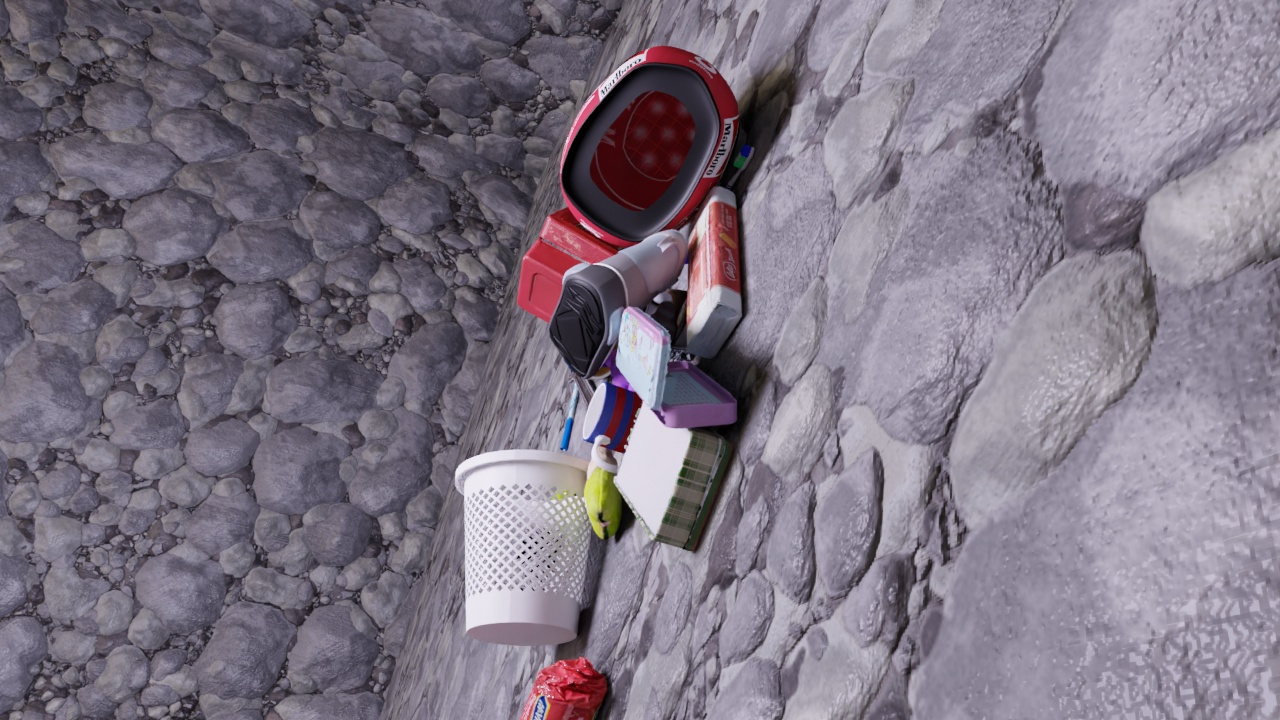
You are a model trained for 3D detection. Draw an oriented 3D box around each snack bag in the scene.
[{"bbox_3d":[0.082,-0.104,1.031,0.224,0.041,0.078,-88,22,-46],"label":"snack bag"},{"bbox_3d":[-0.095,0.389,0.959,0.082,0.082,0.176,-124,56,-73],"label":"snack bag"}]

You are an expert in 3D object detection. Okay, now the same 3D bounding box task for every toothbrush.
[{"bbox_3d":[0.093,-0.192,1.148,0.015,0.016,0.187,-87,22,-48],"label":"toothbrush"}]

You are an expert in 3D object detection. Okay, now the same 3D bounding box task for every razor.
[{"bbox_3d":[0.025,0.051,1.055,0.043,0.022,0.144,7,80,55],"label":"razor"}]

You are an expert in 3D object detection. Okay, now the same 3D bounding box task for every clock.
[{"bbox_3d":[-0.153,0.297,1.360,0.120,0.042,0.091,-85,20,-45],"label":"clock"},{"bbox_3d":[0.011,-0.066,1.248,0.094,0.035,0.123,-106,39,-67],"label":"clock"}]

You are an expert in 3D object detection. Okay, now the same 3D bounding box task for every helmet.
[{"bbox_3d":[0.017,-0.271,1.154,0.272,0.197,0.224,-51,5,31],"label":"helmet"}]

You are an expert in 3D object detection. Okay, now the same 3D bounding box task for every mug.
[{"bbox_3d":[-0.022,0.086,1.085,0.075,0.076,0.111,124,160,-45],"label":"mug"}]

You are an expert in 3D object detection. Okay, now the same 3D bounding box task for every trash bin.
[{"bbox_3d":[-0.142,0.242,1.148,0.196,0.195,0.199,130,145,-55],"label":"trash bin"}]

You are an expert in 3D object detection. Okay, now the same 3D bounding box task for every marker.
[{"bbox_3d":[0.043,-0.009,1.090,0.016,0.016,0.141,-91,25,-54],"label":"marker"},{"bbox_3d":[-0.118,0.090,1.565,0.013,0.013,0.141,129,156,-53],"label":"marker"}]

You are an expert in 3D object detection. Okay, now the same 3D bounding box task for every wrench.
[{"bbox_3d":[-0.089,0.047,1.494,0.070,0.010,0.273,-65,17,10],"label":"wrench"}]

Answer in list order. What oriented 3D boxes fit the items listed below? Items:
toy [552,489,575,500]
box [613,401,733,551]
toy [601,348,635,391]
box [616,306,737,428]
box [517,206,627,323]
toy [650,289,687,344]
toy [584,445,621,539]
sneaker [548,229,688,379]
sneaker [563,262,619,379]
[{"bbox_3d":[-0.111,0.191,1.364,0.094,0.036,0.094,-97,24,-74],"label":"toy"},{"bbox_3d":[0.028,0.107,0.934,0.205,0.050,0.117,-149,77,-76],"label":"box"},{"bbox_3d":[-0.007,0.007,1.182,0.088,0.055,0.106,-49,38,48],"label":"toy"},{"bbox_3d":[0.029,-0.002,0.926,0.214,0.089,0.093,-134,41,-76],"label":"box"},{"bbox_3d":[-0.085,-0.111,1.310,0.165,0.157,0.151,-61,-7,20],"label":"box"},{"bbox_3d":[0.028,-0.041,1.123,0.042,0.054,0.101,10,85,38],"label":"toy"},{"bbox_3d":[-0.045,0.151,1.103,0.092,0.043,0.117,80,-175,-49],"label":"toy"},{"bbox_3d":[-0.023,-0.072,1.138,0.160,0.093,0.257,-35,-9,-19],"label":"sneaker"},{"bbox_3d":[-0.059,-0.116,1.439,0.127,0.120,0.294,14,87,63],"label":"sneaker"}]
